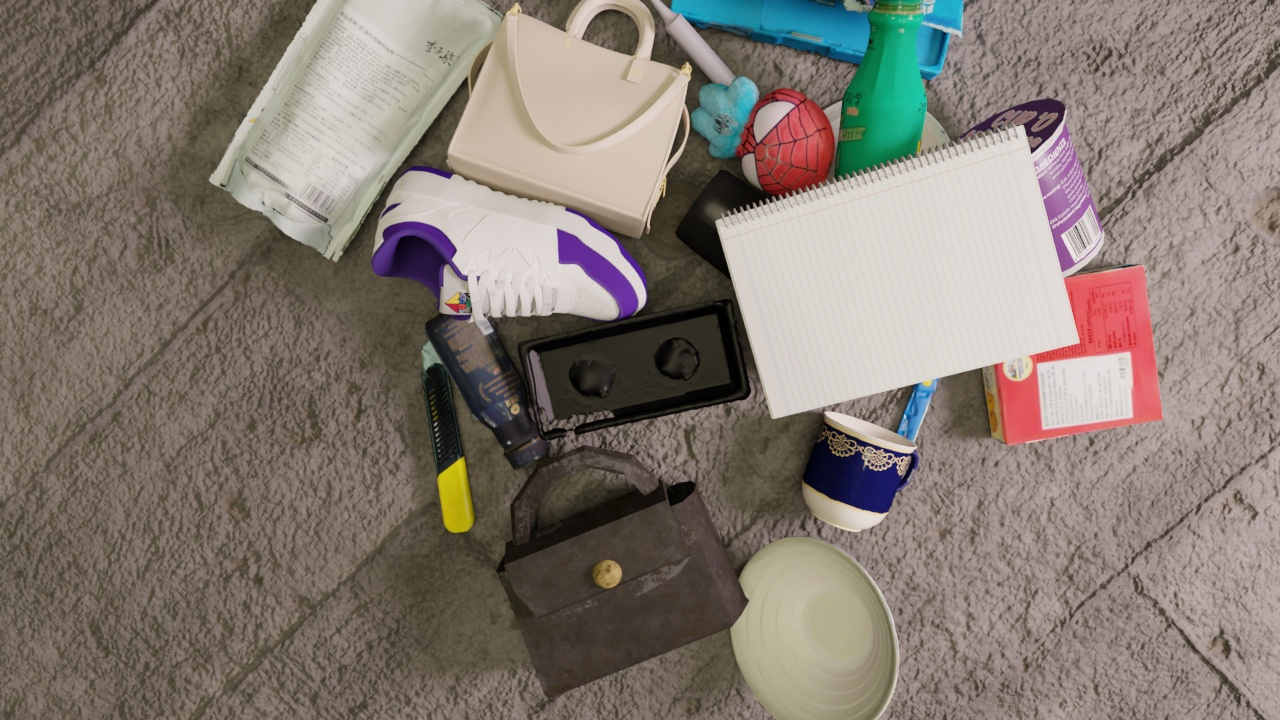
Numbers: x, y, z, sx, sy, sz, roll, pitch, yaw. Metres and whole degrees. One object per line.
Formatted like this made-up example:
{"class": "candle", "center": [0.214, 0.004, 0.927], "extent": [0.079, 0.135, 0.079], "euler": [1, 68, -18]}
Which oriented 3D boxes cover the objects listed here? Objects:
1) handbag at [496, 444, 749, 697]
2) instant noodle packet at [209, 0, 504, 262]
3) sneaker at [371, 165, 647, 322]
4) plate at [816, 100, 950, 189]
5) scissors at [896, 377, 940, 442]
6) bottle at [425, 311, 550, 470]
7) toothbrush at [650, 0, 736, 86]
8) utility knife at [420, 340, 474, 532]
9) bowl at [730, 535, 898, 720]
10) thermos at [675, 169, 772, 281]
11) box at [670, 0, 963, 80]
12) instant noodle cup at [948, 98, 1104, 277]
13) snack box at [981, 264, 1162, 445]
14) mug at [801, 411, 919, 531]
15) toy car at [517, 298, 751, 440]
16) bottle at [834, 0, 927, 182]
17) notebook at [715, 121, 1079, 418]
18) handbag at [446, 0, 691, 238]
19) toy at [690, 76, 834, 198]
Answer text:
{"class": "handbag", "center": [-0.030, 0.173, 0.827], "extent": [0.197, 0.102, 0.199], "euler": [-23, 96, 3]}
{"class": "instant noodle packet", "center": [-0.254, -0.234, 0.818], "extent": [0.147, 0.057, 0.269], "euler": [34, 90, -6]}
{"class": "sneaker", "center": [-0.118, -0.076, 0.785], "extent": [0.244, 0.092, 0.110], "euler": [21, 55, 2]}
{"class": "plate", "center": [0.212, -0.163, 0.833], "extent": [0.157, 0.014, 0.157], "euler": [0, 97, 0]}
{"class": "scissors", "center": [0.262, 0.017, 0.854], "extent": [0.070, 0.022, 0.131], "euler": [24, 99, -4]}
{"class": "bottle", "center": [-0.136, 0.023, 0.835], "extent": [0.056, 0.056, 0.161], "euler": [-28, 95, 3]}
{"class": "toothbrush", "center": [0.050, -0.270, 0.798], "extent": [0.018, 0.019, 0.188], "euler": [-38, 110, 24]}
{"class": "utility knife", "center": [-0.182, 0.069, 0.859], "extent": [0.029, 0.020, 0.188], "euler": [-7, 97, 0]}
{"class": "bowl", "center": [0.168, 0.246, 0.835], "extent": [0.177, 0.057, 0.176], "euler": [-2, 87, 44]}
{"class": "thermos", "center": [0.138, -0.074, 0.805], "extent": [0.218, 0.105, 0.106], "euler": [37, 95, 2]}
{"class": "box", "center": [0.153, -0.318, 0.781], "extent": [0.243, 0.085, 0.092], "euler": [13, 95, -1]}
{"class": "instant noodle cup", "center": [0.324, -0.131, 0.787], "extent": [0.137, 0.122, 0.122], "euler": [-39, 110, 2]}
{"class": "snack box", "center": [0.387, -0.005, 0.836], "extent": [0.145, 0.040, 0.142], "euler": [-10, 96, 2]}
{"class": "mug", "center": [0.202, 0.106, 0.834], "extent": [0.111, 0.086, 0.089], "euler": [14, 99, -27]}
{"class": "toy car", "center": [-0.005, 0.005, 0.825], "extent": [0.192, 0.071, 0.094], "euler": [-13, 97, 2]}
{"class": "bottle", "center": [0.199, -0.205, 0.753], "extent": [0.068, 0.068, 0.210], "euler": [1, 118, 0]}
{"class": "notebook", "center": [0.200, -0.067, 0.736], "extent": [0.246, 0.013, 0.178], "euler": [-15, 94, 15]}
{"class": "handbag", "center": [-0.050, -0.230, 0.797], "extent": [0.194, 0.101, 0.197], "euler": [19, 84, -2]}
{"class": "toy", "center": [0.106, -0.194, 0.790], "extent": [0.133, 0.062, 0.092], "euler": [25, 128, 4]}
